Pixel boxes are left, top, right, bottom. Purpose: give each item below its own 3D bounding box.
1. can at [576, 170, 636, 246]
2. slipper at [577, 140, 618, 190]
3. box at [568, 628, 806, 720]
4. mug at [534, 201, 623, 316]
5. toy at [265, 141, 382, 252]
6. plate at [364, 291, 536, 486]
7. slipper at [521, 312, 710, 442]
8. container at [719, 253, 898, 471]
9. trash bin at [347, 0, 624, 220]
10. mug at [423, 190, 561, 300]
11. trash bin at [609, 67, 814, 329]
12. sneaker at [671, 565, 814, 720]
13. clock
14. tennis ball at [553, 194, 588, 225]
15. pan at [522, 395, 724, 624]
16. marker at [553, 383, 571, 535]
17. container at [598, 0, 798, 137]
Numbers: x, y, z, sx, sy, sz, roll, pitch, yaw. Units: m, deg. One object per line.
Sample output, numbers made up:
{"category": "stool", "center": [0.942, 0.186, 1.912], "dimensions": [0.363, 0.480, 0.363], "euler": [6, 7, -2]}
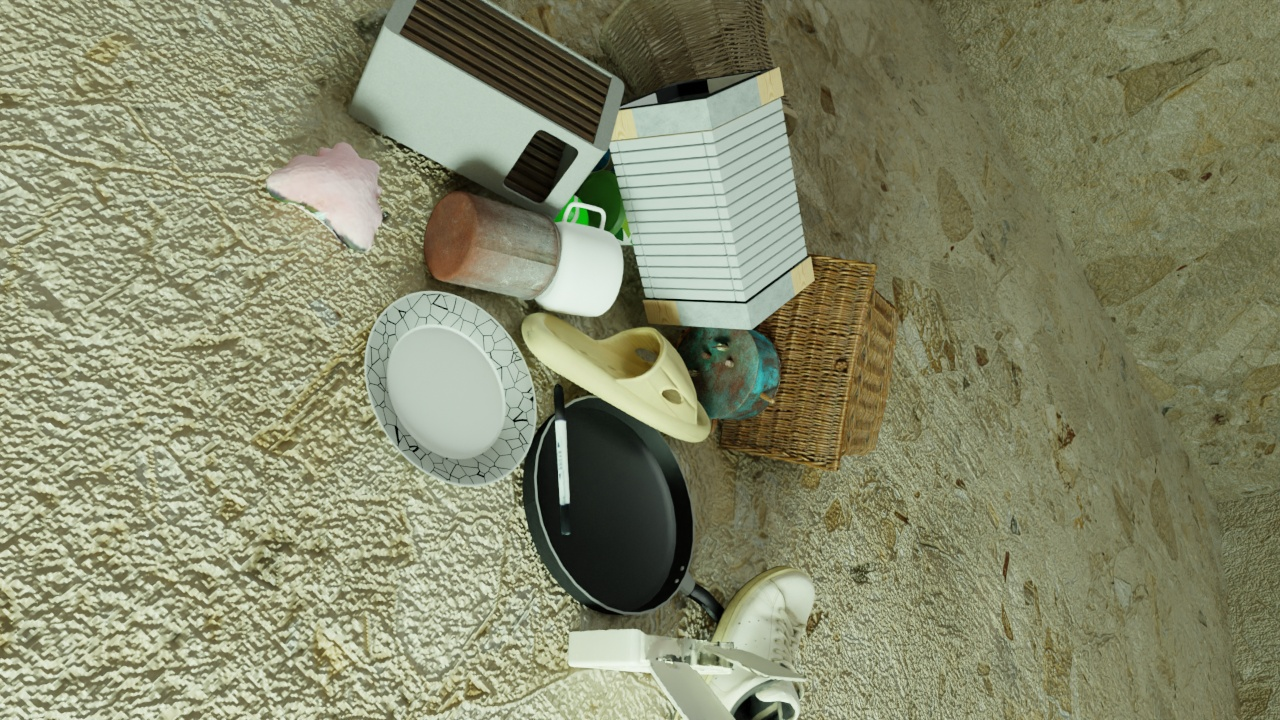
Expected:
{"category": "can", "center": [-0.003, -0.179, 1.107], "dimensions": [0.143, 0.083, 0.083], "euler": [-3, 72, -50]}
{"category": "slipper", "center": [-0.072, -0.260, 1.094], "dimensions": [0.294, 0.060, 0.118], "euler": [-13, 83, -52]}
{"category": "box", "center": [0.036, 0.278, 0.831], "dimensions": [0.145, 0.186, 0.065], "euler": [20, 83, -38]}
{"category": "mug", "center": [-0.066, -0.105, 0.954], "dimensions": [0.068, 0.094, 0.116], "euler": [7, 101, -31]}
{"category": "toy", "center": [-0.269, -0.152, 0.810], "dimensions": [0.102, 0.050, 0.093], "euler": [36, 49, -27]}
{"category": "plate", "center": [-0.174, 0.027, 0.848], "dimensions": [0.188, 0.016, 0.188], "euler": [26, 52, -39]}
{"category": "slipper", "center": [-0.006, 0.006, 0.979], "dimensions": [0.261, 0.079, 0.111], "euler": [28, 22, -32]}
{"category": "container", "center": [0.229, 0.007, 1.163], "dimensions": [0.183, 0.162, 0.250], "euler": [14, 87, -55]}
{"category": "trash bin", "center": [-0.149, -0.261, 0.910], "dimensions": [0.228, 0.115, 0.114], "euler": [26, 50, -19]}
{"category": "mug", "center": [-0.153, -0.122, 0.909], "dimensions": [0.110, 0.096, 0.123], "euler": [15, 27, -48]}
{"category": "trash bin", "center": [0.079, -0.178, 1.027], "dimensions": [0.142, 0.143, 0.247], "euler": [-36, 120, -42]}
{"category": "sneaker", "center": [0.126, 0.311, 0.926], "dimensions": [0.240, 0.102, 0.089], "euler": [-52, 119, -30]}
{"category": "clock", "center": [0.095, -0.004, 1.098], "dimensions": [0.073, 0.122, 0.157], "euler": [10, 56, -51]}
{"category": "tennis ball", "center": [-0.090, -0.154, 1.007], "dimensions": [0.065, 0.066, 0.065], "euler": [26, 52, -39]}
{"category": "pan", "center": [0.010, 0.196, 0.956], "dimensions": [0.356, 0.034, 0.224], "euler": [51, 40, -17]}
{"category": "marker", "center": [-0.075, 0.092, 0.881], "dimensions": [0.011, 0.011, 0.152], "euler": [19, 56, -43]}
{"category": "container", "center": [0.084, -0.365, 1.196], "dimensions": [0.226, 0.228, 0.196], "euler": [-10, 79, -51]}
